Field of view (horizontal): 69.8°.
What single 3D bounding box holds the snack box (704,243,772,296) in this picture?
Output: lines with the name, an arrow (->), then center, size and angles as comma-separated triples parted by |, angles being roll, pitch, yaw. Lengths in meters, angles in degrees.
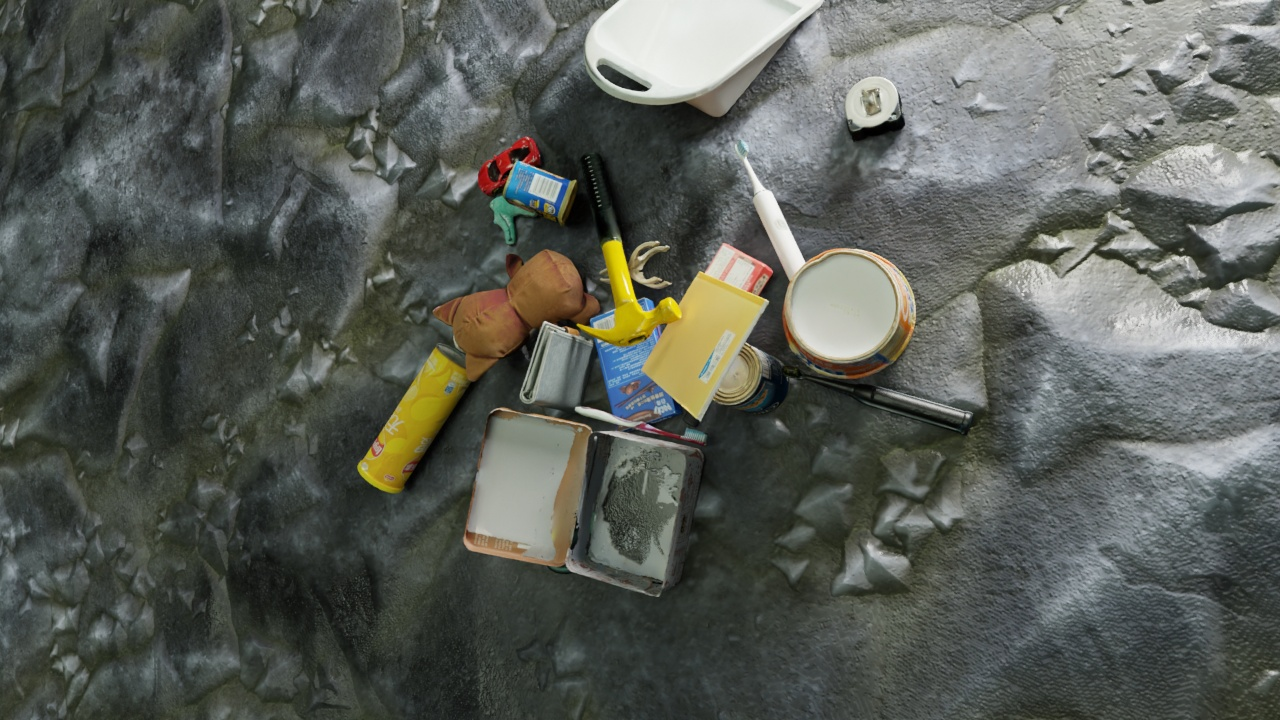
snack box -> 0.092, -0.063, 1.127 | 0.075, 0.025, 0.153 | 37, 98, 41

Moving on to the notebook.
notebook -> 0.067, -0.024, 1.046 | 0.146, 0.010, 0.206 | -60, 21, 4

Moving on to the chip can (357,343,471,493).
chip can -> -0.311, 0.082, 1.287 | 0.072, 0.072, 0.213 | 38, 97, 26

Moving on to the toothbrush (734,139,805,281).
toothbrush -> 0.160, -0.177, 1.123 | 0.026, 0.026, 0.221 | -46, 59, 51

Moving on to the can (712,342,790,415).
can -> 0.121, 0.021, 1.061 | 0.075, 0.111, 0.075 | -5, 79, 25

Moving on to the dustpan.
dustpan -> 0.059, -0.422, 1.152 | 0.223, 0.142, 0.258 | 37, 99, 26

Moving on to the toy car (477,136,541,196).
toy car -> -0.190, -0.276, 1.310 | 0.106, 0.031, 0.049 | -27, 70, 22

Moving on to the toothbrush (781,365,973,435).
toothbrush -> 0.259, 0.039, 1.021 | 0.213, 0.027, 0.026 | 17, 79, 19

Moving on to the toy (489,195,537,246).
toy -> -0.174, -0.213, 1.294 | 0.092, 0.030, 0.096 | -13, 83, 29

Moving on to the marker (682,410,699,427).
marker -> 0.090, 0.021, 1.128 | 0.022, 0.020, 0.132 | 29, 95, 16

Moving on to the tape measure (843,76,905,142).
tape measure -> 0.274, -0.299, 1.084 | 0.066, 0.033, 0.066 | -13, 76, 22

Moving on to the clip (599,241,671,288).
clip -> -0.001, -0.109, 1.187 | 0.101, 0.035, 0.096 | -37, 66, 21

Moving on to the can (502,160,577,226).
can -> -0.132, -0.222, 1.217 | 0.083, 0.102, 0.057 | 20, 92, -3

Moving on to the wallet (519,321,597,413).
wallet -> -0.103, 0.009, 1.163 | 0.037, 0.129, 0.106 | 15, 88, 24

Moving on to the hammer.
hammer -> -0.038, -0.148, 1.175 | 0.129, 0.033, 0.300 | -25, 58, 20

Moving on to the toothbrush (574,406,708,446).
toothbrush -> -0.002, 0.077, 1.136 | 0.188, 0.016, 0.017 | 12, 82, 27

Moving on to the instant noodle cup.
instant noodle cup -> 0.225, -0.055, 1.008 | 0.151, 0.111, 0.151 | -1, 88, 16

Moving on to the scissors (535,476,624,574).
scissors -> -0.063, 0.212, 1.172 | 0.186, 0.019, 0.129 | -24, 72, 22

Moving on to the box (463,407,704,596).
box -> -0.072, 0.165, 1.112 | 0.261, 0.102, 0.178 | 11, 90, 19

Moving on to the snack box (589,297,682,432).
snack box -> -0.007, 0.007, 1.173 | 0.085, 0.026, 0.157 | -21, 73, 22

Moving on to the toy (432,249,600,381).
toy -> -0.165, -0.064, 1.217 | 0.199, 0.130, 0.140 | -32, 66, -5
